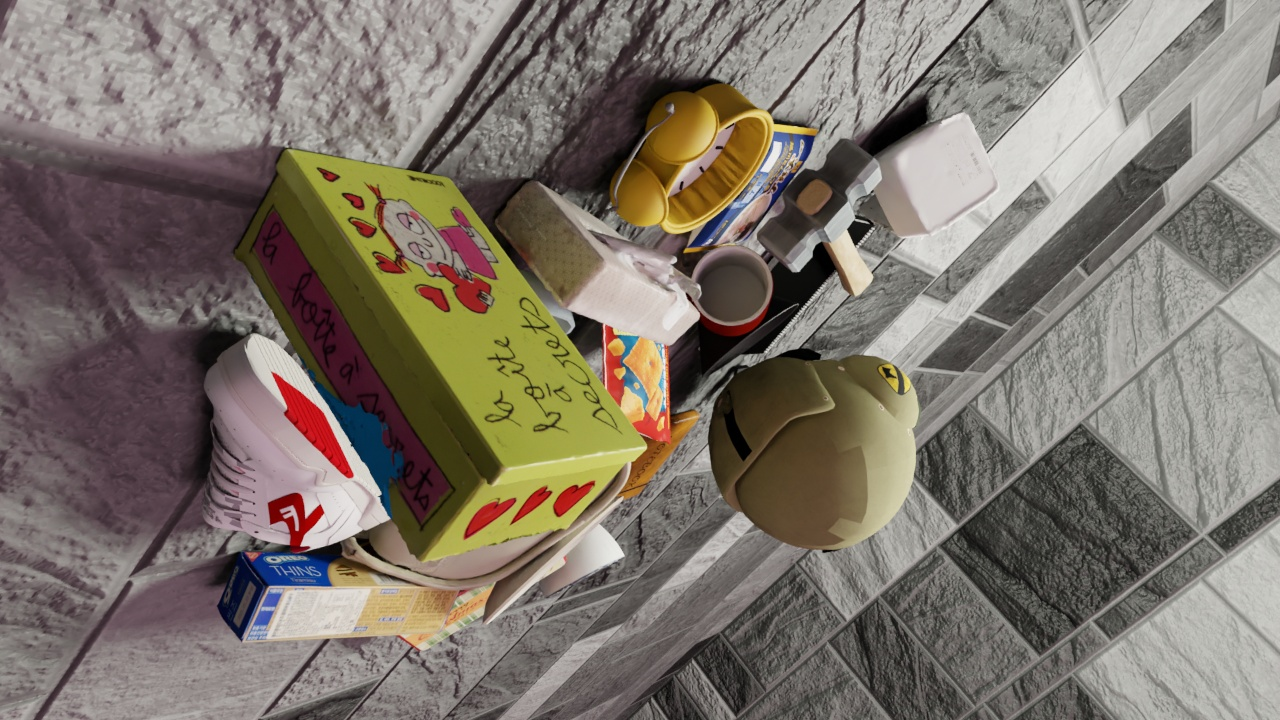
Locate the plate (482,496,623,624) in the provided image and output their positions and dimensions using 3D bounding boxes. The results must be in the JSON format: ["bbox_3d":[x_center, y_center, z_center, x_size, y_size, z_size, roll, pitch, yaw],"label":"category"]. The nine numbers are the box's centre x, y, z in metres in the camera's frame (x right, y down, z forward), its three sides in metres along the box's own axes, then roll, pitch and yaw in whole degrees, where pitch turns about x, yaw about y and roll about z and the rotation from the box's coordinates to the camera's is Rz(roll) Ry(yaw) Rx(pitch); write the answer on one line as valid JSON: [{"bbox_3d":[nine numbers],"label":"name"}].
[{"bbox_3d":[-0.095,0.194,0.937,0.188,0.027,0.189,-42,173,-7],"label":"plate"}]

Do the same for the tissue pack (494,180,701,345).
[{"bbox_3d":[-0.016,-0.068,0.677,0.071,0.104,0.181,-46,156,9],"label":"tissue pack"}]

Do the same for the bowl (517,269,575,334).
[{"bbox_3d":[-0.101,-0.038,0.647,0.106,0.039,0.106,-6,168,-1],"label":"bowl"}]

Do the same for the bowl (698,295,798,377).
[{"bbox_3d":[0.098,-0.040,0.951,0.124,0.052,0.124,-36,172,-6],"label":"bowl"}]

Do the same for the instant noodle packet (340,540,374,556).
[{"bbox_3d":[-0.244,0.204,0.912,0.135,0.039,0.099,-21,144,-36],"label":"instant noodle packet"}]

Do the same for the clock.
[{"bbox_3d":[0.036,-0.148,0.678,0.151,0.052,0.114,-18,149,-51],"label":"clock"}]

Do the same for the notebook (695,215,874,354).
[{"bbox_3d":[0.165,-0.083,1.037,0.148,0.016,0.207,-3,138,-53],"label":"notebook"}]

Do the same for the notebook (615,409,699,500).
[{"bbox_3d":[-0.050,0.142,1.123,0.248,0.014,0.179,-11,144,-49],"label":"notebook"}]

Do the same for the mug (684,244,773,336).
[{"bbox_3d":[0.068,-0.063,0.851,0.106,0.073,0.082,1,175,5],"label":"mug"}]

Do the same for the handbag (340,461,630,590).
[{"bbox_3d":[-0.143,0.098,0.840,0.184,0.132,0.229,26,112,-38],"label":"handbag"}]

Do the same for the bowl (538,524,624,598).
[{"bbox_3d":[-0.085,0.250,1.176,0.116,0.065,0.116,-27,169,-6],"label":"bowl"}]

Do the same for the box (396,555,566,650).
[{"bbox_3d":[-0.185,0.253,1.051,0.205,0.050,0.118,-28,152,-12],"label":"box"}]

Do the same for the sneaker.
[{"bbox_3d":[-0.250,0.074,0.616,0.104,0.090,0.237,-28,159,-12],"label":"sneaker"}]

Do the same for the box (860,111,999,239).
[{"bbox_3d":[0.284,-0.185,0.964,0.110,0.103,0.130,-33,-167,-14],"label":"box"}]

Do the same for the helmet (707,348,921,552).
[{"bbox_3d":[0.191,0.093,1.061,0.232,0.255,0.251,-14,145,-52],"label":"helmet"}]

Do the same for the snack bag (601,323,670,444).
[{"bbox_3d":[-0.005,0.005,0.830,0.039,0.130,0.144,-6,169,23],"label":"snack bag"}]

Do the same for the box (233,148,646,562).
[{"bbox_3d":[-0.109,-0.008,0.494,0.124,0.221,0.082,1,134,-54],"label":"box"}]

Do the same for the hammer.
[{"bbox_3d":[0.205,-0.119,0.945,0.117,0.051,0.322,-48,159,7],"label":"hammer"}]

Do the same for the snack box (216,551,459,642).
[{"bbox_3d":[-0.260,0.208,0.810,0.206,0.057,0.056,19,100,-51],"label":"snack box"}]

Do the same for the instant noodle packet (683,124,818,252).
[{"bbox_3d":[0.096,-0.147,0.797,0.086,0.026,0.135,-15,147,-54],"label":"instant noodle packet"}]
